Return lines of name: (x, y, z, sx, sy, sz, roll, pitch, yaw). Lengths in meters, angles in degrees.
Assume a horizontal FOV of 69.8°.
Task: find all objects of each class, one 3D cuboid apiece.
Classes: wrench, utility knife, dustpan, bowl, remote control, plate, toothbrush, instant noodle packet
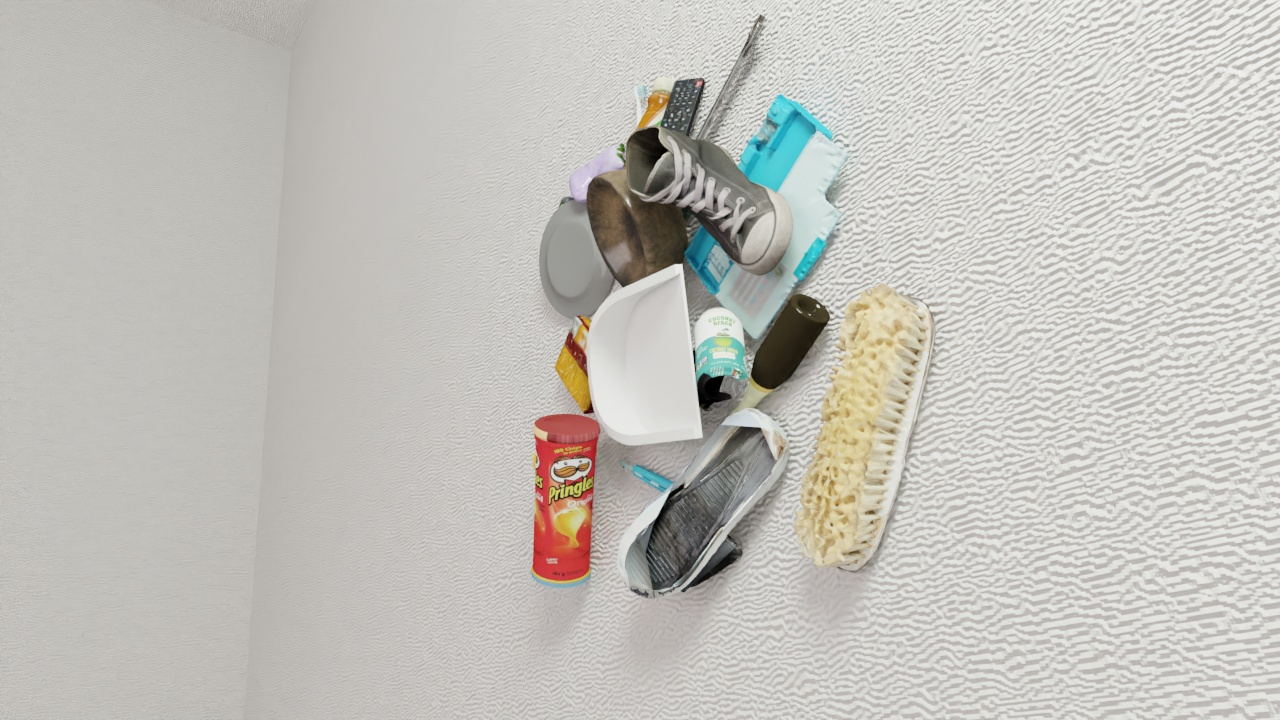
wrench: (0.088, -0.305, 1.158, 0.274, 0.010, 0.070, -61, 9, 22)
utility knife: (0.010, 0.149, 1.164, 0.141, 0.015, 0.022, 16, 119, 57)
dustpan: (-0.007, 0.007, 1.114, 0.258, 0.053, 0.191, 158, 106, -72)
bowl: (0.000, -0.169, 1.169, 0.162, 0.070, 0.162, 52, 157, 33)
remote control: (0.047, -0.301, 1.198, 0.047, 0.022, 0.150, 7, 71, 34)
plate: (-0.100, -0.151, 1.368, 0.179, 0.012, 0.178, 3, 94, 46)
toothbrush: (0.001, -0.291, 1.287, 0.027, 0.027, 0.222, -8, 71, 20)
instant noodle packet: (-0.077, 0.004, 1.307, 0.135, 0.039, 0.099, 52, 122, 46)

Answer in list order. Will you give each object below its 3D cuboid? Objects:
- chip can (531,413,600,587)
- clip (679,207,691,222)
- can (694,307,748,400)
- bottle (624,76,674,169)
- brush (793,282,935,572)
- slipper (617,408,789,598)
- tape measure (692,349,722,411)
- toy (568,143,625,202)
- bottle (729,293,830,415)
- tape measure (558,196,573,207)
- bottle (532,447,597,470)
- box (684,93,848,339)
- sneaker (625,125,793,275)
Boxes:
chip can: (-0.101, 0.184, 1.208, 0.087, 0.086, 0.213, 27, 118, 55)
clip: (0.060, -0.201, 1.178, 0.075, 0.037, 0.023, -53, 43, 41)
can: (0.088, -0.008, 1.007, 0.055, 0.055, 0.101, -47, 29, 38)
bottle: (0.018, -0.303, 1.240, 0.059, 0.059, 0.167, -9, 65, 54)
brush: (0.210, 0.066, 0.861, 0.083, 0.056, 0.271, 21, 99, 54)
slipper: (0.075, 0.169, 1.025, 0.264, 0.063, 0.111, -55, 50, 19)
tape measure: (0.080, 0.015, 1.076, 0.072, 0.042, 0.071, -48, 41, 33)
toy: (-0.060, -0.271, 1.341, 0.100, 0.036, 0.080, -29, 44, 19)
bottle: (0.139, 0.012, 0.991, 0.185, 0.045, 0.045, -62, 37, 35)
tape measure: (-0.106, -0.219, 1.416, 0.059, 0.035, 0.065, -9, 77, 64)
bottle: (-0.104, 0.134, 1.288, 0.109, 0.063, 0.063, -27, 59, 49)
box: (0.146, -0.160, 1.032, 0.227, 0.039, 0.181, -59, 40, 27)
sneaker: (0.073, -0.180, 1.011, 0.095, 0.119, 0.234, -57, 42, 31)
